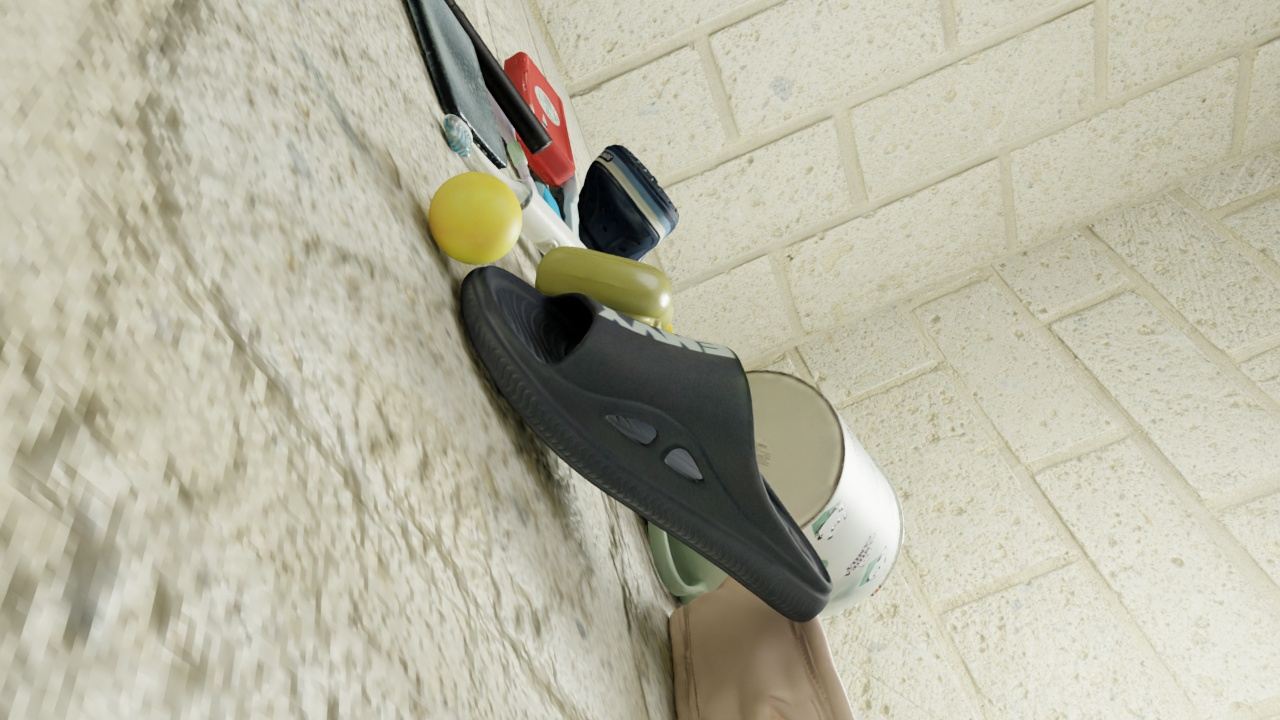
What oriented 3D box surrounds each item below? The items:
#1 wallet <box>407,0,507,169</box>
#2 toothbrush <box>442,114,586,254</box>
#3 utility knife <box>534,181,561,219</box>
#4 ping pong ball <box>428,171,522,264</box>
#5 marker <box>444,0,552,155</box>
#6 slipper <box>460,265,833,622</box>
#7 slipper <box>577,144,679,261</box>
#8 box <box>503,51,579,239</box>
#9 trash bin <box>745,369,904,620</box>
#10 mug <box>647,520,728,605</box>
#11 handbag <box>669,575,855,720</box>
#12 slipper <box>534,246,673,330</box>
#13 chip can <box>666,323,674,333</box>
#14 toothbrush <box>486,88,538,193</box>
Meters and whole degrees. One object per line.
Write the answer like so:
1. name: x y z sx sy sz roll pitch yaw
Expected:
1. wallet: -0.124 -0.194 0.606 0.097 0.019 0.120 43 26 -75
2. toothbrush: -0.071 -0.096 0.615 0.221 0.027 0.026 45 29 -59
3. utility knife: -0.059 -0.061 0.710 0.034 0.018 0.191 49 20 -56
4. ping pong ball: -0.072 -0.062 0.399 0.040 0.040 0.040 -22 89 -86
5. marker: -0.111 -0.214 0.689 0.132 0.020 0.022 55 26 -13
6. slipper: 0.025 0.030 0.461 0.268 0.083 0.110 43 11 -26
7. slipper: -0.038 -0.136 0.943 0.105 0.095 0.253 49 -12 -2
8. box: -0.086 -0.194 0.857 0.200 0.060 0.161 -105 174 -56
9. trash bin: 0.152 0.142 0.990 0.252 0.230 0.229 51 16 -56
10. mug: 0.041 0.120 0.667 0.111 0.082 0.106 -22 90 -54
11. handbag: 0.109 0.251 0.540 0.234 0.093 0.193 61 7 -9
12. slipper: -0.029 -0.019 0.556 0.190 0.091 0.081 112 -7 -85
13. chip can: 0.012 0.024 0.808 0.072 0.072 0.213 60 7 -57
14. toothbrush: -0.114 -0.194 0.720 0.029 0.021 0.189 -57 -134 47
